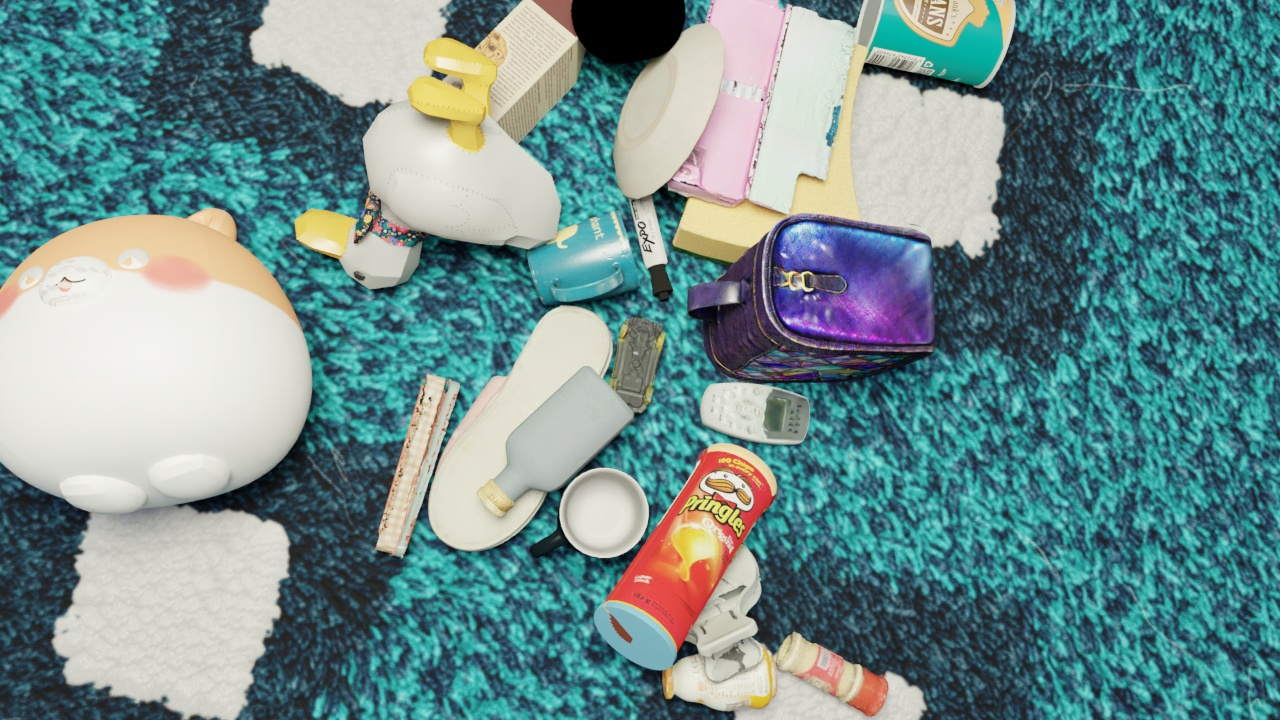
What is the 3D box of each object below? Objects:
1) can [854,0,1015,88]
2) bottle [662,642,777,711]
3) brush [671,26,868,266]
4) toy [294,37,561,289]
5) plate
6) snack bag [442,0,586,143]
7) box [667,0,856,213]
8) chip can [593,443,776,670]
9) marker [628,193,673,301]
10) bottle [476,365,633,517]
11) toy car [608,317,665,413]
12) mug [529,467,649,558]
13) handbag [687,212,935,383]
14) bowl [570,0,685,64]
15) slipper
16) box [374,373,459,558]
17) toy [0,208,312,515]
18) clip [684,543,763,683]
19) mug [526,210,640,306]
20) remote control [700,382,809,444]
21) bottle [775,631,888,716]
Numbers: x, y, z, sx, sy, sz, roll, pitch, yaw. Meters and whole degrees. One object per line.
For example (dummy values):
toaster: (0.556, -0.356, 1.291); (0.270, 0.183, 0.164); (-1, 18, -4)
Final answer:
can: (0.322, -0.367, 1.017); (0.144, 0.099, 0.099); (11, 79, -3)
bottle: (0.076, 0.310, 0.899); (0.108, 0.063, 0.063); (-1, 80, -4)
brush: (0.139, -0.228, 0.991); (0.195, 0.075, 0.250); (4, 80, -4)
toy: (-0.198, -0.162, 0.883); (0.246, 0.268, 0.140); (16, 43, -13)
plate: (0.017, -0.259, 0.935); (0.027, 0.189, 0.188); (20, 78, -29)
snack bag: (-0.116, -0.317, 0.977); (0.070, 0.094, 0.206); (41, 80, 3)
box: (0.128, -0.264, 0.938); (0.159, 0.035, 0.230); (14, 79, -2)
chip can: (0.047, 0.178, 0.863); (0.087, 0.087, 0.212); (38, 51, 3)
marker: (0.012, -0.125, 0.989); (0.025, 0.025, 0.126); (-12, 81, -7)
bottle: (-0.087, 0.083, 0.879); (0.161, 0.046, 0.072); (-43, 88, -7)
toy car: (-0.006, 0.006, 0.962); (0.049, 0.030, 0.106); (14, 77, -3)
mug: (-0.053, 0.159, 0.899); (0.121, 0.094, 0.085); (-29, 83, -9)
handbag: (0.156, -0.053, 0.901); (0.222, 0.205, 0.125); (3, 80, -10)
bowl: (-0.019, -0.351, 0.922); (0.115, 0.063, 0.115); (2, 87, -27)
slipper: (-0.119, 0.068, 0.930); (0.114, 0.054, 0.274); (32, 84, 0)
box: (-0.230, 0.103, 0.920); (0.058, 0.053, 0.186); (6, 76, 38)
toy: (-0.435, -0.006, 0.816); (0.262, 0.266, 0.280); (-11, 66, -4)
clip: (0.066, 0.241, 0.897); (0.125, 0.082, 0.147); (-25, 44, -7)
mug: (-0.058, -0.093, 0.938); (0.104, 0.112, 0.084); (-16, 120, 0)
remote control: (0.120, 0.055, 0.964); (0.114, 0.028, 0.060); (12, 80, -3)
bottle: (0.191, 0.313, 0.918); (0.109, 0.044, 0.044); (27, 79, 1)
